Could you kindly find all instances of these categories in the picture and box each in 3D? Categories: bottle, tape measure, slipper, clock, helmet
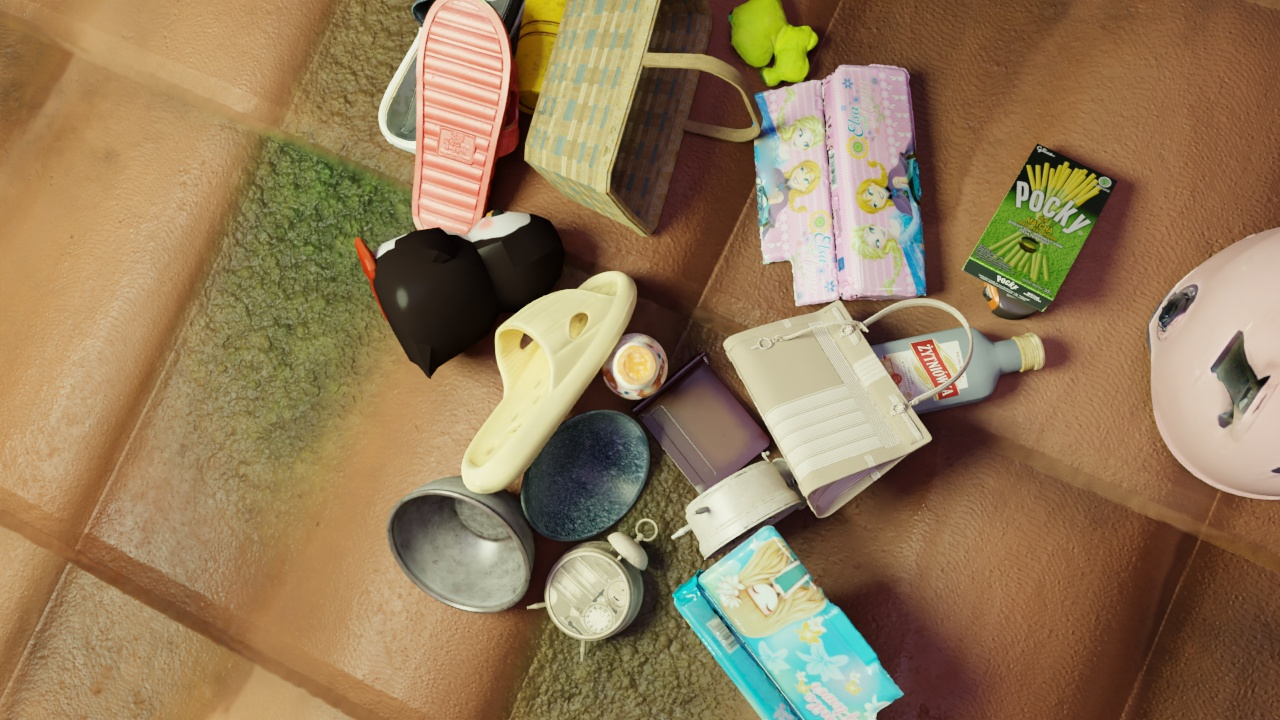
[{"bbox_3d":[-0.087,-0.340,0.941,0.071,0.071,0.163,8,84,8],"label":"bottle"},{"bbox_3d":[0.353,-0.069,0.862,0.058,0.038,0.058,20,85,10],"label":"tape measure"},{"bbox_3d":[-0.005,0.005,0.862,0.063,0.109,0.063,0,88,-2],"label":"bottle"},{"bbox_3d":[-0.173,-0.235,0.916,0.103,0.059,0.249,15,115,9],"label":"slipper"},{"bbox_3d":[0.290,0.007,0.856,0.161,0.046,0.072,-12,80,6],"label":"bottle"},{"bbox_3d":[-0.034,0.206,0.869,0.093,0.054,0.141,41,92,11],"label":"clock"},{"bbox_3d":[-0.197,-0.344,0.961,0.111,0.063,0.264,25,89,10],"label":"slipper"},{"bbox_3d":[0.107,0.124,0.848,0.156,0.104,0.061,-24,72,-22],"label":"clock"},{"bbox_3d":[-0.093,0.000,0.837,0.079,0.112,0.260,46,60,-29],"label":"slipper"},{"bbox_3d":[0.573,0.002,0.774,0.230,0.152,0.255,44,96,7],"label":"helmet"}]

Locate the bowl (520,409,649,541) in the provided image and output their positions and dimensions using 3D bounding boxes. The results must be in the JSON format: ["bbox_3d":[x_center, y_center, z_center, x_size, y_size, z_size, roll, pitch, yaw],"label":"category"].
[{"bbox_3d":[-0.063,0.099,0.876,0.137,0.137,0.057,-53,40,-2],"label":"bowl"}]

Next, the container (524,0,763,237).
[{"bbox_3d":[0.019,-0.254,0.876,0.186,0.157,0.249,13,84,20],"label":"container"}]

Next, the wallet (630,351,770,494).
[{"bbox_3d":[0.060,0.062,0.896,0.091,0.018,0.115,-39,78,2],"label":"wallet"}]

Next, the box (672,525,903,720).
[{"bbox_3d":[0.125,0.271,0.789,0.085,0.171,0.227,-32,78,-32],"label":"box"}]

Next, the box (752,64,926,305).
[{"bbox_3d":[0.191,-0.169,0.887,0.160,0.063,0.230,-4,82,7],"label":"box"}]

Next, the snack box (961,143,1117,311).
[{"bbox_3d":[0.371,-0.125,0.851,0.080,0.025,0.147,31,71,13],"label":"snack box"}]

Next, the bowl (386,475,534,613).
[{"bbox_3d":[-0.159,0.162,0.868,0.145,0.067,0.145,9,122,15],"label":"bowl"}]

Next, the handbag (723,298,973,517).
[{"bbox_3d":[0.201,0.014,0.819,0.198,0.062,0.175,-29,54,6],"label":"handbag"}]

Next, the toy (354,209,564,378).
[{"bbox_3d":[-0.155,-0.072,0.883,0.184,0.159,0.140,-25,67,-15],"label":"toy"}]

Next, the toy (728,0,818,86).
[{"bbox_3d":[0.132,-0.326,0.928,0.093,0.036,0.094,13,91,4],"label":"toy"}]
